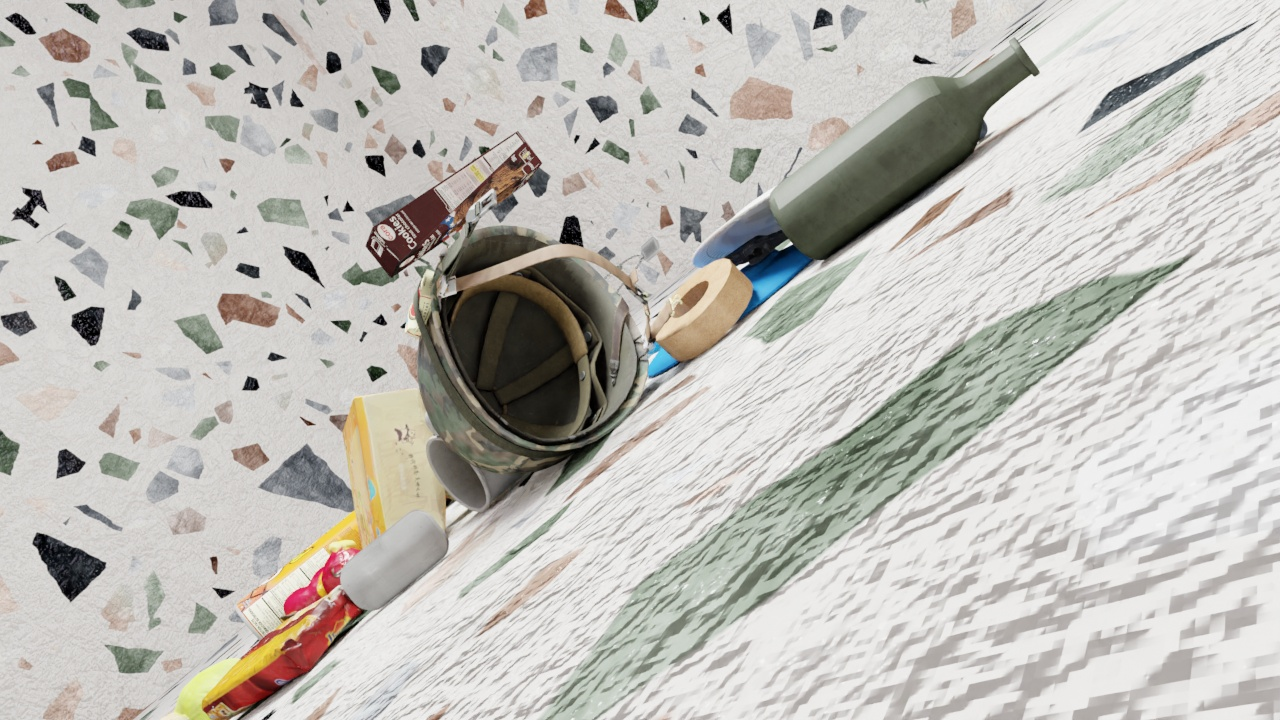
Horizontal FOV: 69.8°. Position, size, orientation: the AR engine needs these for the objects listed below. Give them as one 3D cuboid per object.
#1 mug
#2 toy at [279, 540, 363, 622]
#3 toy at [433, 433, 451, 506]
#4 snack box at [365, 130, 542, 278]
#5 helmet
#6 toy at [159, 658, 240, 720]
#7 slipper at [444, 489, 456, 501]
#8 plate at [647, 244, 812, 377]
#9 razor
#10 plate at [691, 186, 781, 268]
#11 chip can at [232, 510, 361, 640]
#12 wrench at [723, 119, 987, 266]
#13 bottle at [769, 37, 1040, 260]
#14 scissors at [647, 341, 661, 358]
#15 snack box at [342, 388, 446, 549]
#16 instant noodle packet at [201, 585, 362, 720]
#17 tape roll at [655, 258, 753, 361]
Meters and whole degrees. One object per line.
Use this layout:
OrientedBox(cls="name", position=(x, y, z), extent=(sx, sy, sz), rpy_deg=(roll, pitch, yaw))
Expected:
OrientedBox(cls="mug", position=(-0.154, 0.077, 0.859), extent=(0.084, 0.113, 0.070), rpy_deg=(6, 34, 44))
OrientedBox(cls="toy", position=(-0.289, 0.215, 0.859), extent=(0.105, 0.067, 0.138), rpy_deg=(-31, -7, -44))
OrientedBox(cls="toy", position=(-0.284, 0.157, 1.230), extent=(0.119, 0.099, 0.097), rpy_deg=(-61, 24, 1))
OrientedBox(cls="snack box", position=(-0.146, -0.122, 0.719), extent=(0.140, 0.032, 0.051), rpy_deg=(-40, 7, -23))
OrientedBox(cls="helmet", position=(-0.089, -0.025, 0.756), extent=(0.237, 0.192, 0.224), rpy_deg=(-37, 46, 52))
OrientedBox(cls="toy", position=(-0.405, 0.321, 0.832), extent=(0.115, 0.046, 0.092), rpy_deg=(-50, 10, -37))
OrientedBox(cls="slipper", position=(-0.129, 0.042, 0.999), extent=(0.111, 0.079, 0.260), rpy_deg=(5, 45, 50))
OrientedBox(cls="plate", position=(0.088, -0.063, 0.881), extent=(0.224, 0.024, 0.224), rpy_deg=(-38, 4, 3))
OrientedBox(cls="razor", position=(-0.204, 0.169, 0.799), extent=(0.088, 0.047, 0.116), rpy_deg=(-39, -3, -7))
OrientedBox(cls="plate", position=(0.155, -0.153, 0.868), extent=(0.242, 0.016, 0.242), rpy_deg=(-25, -7, -3))
OrientedBox(cls="chip can", position=(-0.358, 0.240, 1.072), extent=(0.214, 0.075, 0.075), rpy_deg=(-40, 5, -23))
OrientedBox(cls="wrench", position=(0.169, -0.133, 0.793), extent=(0.274, 0.022, 0.073), rpy_deg=(-27, 8, 36))
OrientedBox(cls="bottle", position=(0.196, -0.160, 0.689), extent=(0.207, 0.071, 0.071), rpy_deg=(-36, 5, 29))
OrientedBox(cls="scissors", position=(0.006, -0.005, 0.990), extent=(0.135, 0.012, 0.133), rpy_deg=(-46, -7, 35))
OrientedBox(cls="snack box", position=(-0.255, 0.122, 0.960), extent=(0.080, 0.145, 0.196), rpy_deg=(-8, -11, -23))
OrientedBox(cls="instant noodle packet", position=(-0.300, 0.247, 0.771), extent=(0.136, 0.039, 0.098), rpy_deg=(-35, 5, 24))
OrientedBox(cls="tape roll", position=(0.052, -0.043, 0.786), extent=(0.094, 0.027, 0.093), rpy_deg=(-42, 19, 18))
